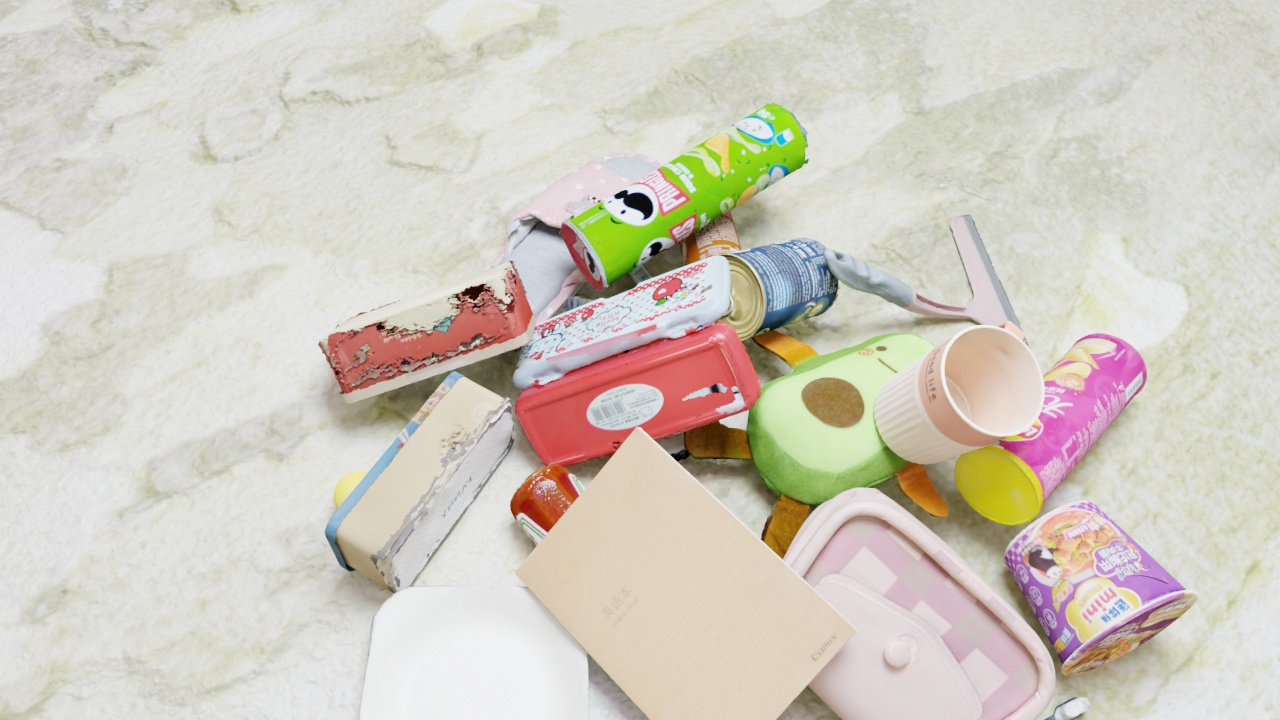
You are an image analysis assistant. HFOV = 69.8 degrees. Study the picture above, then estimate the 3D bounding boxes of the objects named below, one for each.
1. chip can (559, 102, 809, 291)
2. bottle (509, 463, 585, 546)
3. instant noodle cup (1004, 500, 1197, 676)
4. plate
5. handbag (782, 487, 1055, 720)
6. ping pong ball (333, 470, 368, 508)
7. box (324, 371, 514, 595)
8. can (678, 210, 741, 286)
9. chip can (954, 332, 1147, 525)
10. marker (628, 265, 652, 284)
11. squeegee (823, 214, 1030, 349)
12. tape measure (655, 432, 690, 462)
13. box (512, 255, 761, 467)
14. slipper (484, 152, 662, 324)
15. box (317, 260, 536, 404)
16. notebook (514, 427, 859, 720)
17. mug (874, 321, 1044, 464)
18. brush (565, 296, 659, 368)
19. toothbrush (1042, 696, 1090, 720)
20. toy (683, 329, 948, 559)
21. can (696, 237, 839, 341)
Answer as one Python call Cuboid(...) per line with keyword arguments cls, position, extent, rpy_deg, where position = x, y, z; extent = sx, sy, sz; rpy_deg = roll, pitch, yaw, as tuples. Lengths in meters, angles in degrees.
Cuboid(cls="chip can", position=(0.043, -0.153, 0.841), extent=(0.235, 0.072, 0.072), rpy_deg=(-33, 65, -13))
Cuboid(cls="bottle", position=(-0.022, 0.171, 0.712), extent=(0.059, 0.060, 0.206), rpy_deg=(-34, 66, -22))
Cuboid(cls="instant noodle cup", position=(0.344, 0.170, 0.707), extent=(0.111, 0.112, 0.099), rpy_deg=(-19, 53, -14))
Cuboid(cls="plate", position=(-0.119, 0.248, 0.671), extent=(0.163, 0.034, 0.164), rpy_deg=(1, 58, -2))
Cuboid(cls="handbag", position=(0.153, 0.229, 0.661), extent=(0.193, 0.093, 0.234), rpy_deg=(43, 85, 7))
Cuboid(cls="ping pong ball", position=(-0.229, 0.110, 0.747), extent=(0.040, 0.040, 0.040), rpy_deg=(1, 58, -2))
Cuboid(cls="box", position=(-0.172, 0.101, 0.727), extent=(0.060, 0.090, 0.183), rpy_deg=(28, 56, 13))
Cuboid(cls="can", position=(0.066, -0.115, 0.892), extent=(0.058, 0.058, 0.147), rpy_deg=(-6, 59, -7))
Cuboid(cls="chip can", position=(0.350, 0.053, 0.774), extent=(0.210, 0.072, 0.071), rpy_deg=(-33, 65, -34))
Cuboid(cls="marker", position=(0.030, -0.043, 0.870), extent=(0.017, 0.017, 0.145), rpy_deg=(-29, 64, -19))
Cuboid(cls="squeegee", position=(0.253, -0.062, 0.846), extent=(0.249, 0.040, 0.247), rpy_deg=(12, 53, -32))
Cuboid(cls="tape measure", position=(0.018, 0.059, 0.797), extent=(0.066, 0.034, 0.065), rpy_deg=(-6, 61, -4))
Cuboid(cls="box", position=(-0.006, 0.000, 0.761), extent=(0.202, 0.119, 0.098), rpy_deg=(-19, 19, 22))
Cuboid(cls="slipper", position=(-0.069, -0.122, 0.891), extent=(0.114, 0.054, 0.273), rpy_deg=(33, 63, 17))
Cuboid(cls="box", position=(-0.180, -0.032, 0.774), extent=(0.168, 0.076, 0.091), rpy_deg=(-19, 16, 4))
Cuboid(cls="notebook", position=(0.025, 0.172, 0.658), extent=(0.211, 0.012, 0.149), rpy_deg=(42, 96, 20))
Cuboid(cls="mug", position=(0.246, 0.019, 0.701), extent=(0.081, 0.106, 0.114), rpy_deg=(40, 66, 1))
Cuboid(cls="brush", position=(-0.009, -0.009, 0.827), extent=(0.144, 0.055, 0.073), rpy_deg=(16, 83, 8))
Cuboid(cls="toothbrush", position=(0.258, 0.291, 0.677), extent=(0.181, 0.018, 0.015), rpy_deg=(-21, 65, -14))
Cuboid(cls="toy", position=(0.167, 0.053, 0.776), extent=(0.246, 0.090, 0.227), rpy_deg=(-32, 68, -19))
Cuboid(cls="can", position=(0.114, -0.065, 0.804), extent=(0.110, 0.075, 0.075), rpy_deg=(-18, 58, -41))
